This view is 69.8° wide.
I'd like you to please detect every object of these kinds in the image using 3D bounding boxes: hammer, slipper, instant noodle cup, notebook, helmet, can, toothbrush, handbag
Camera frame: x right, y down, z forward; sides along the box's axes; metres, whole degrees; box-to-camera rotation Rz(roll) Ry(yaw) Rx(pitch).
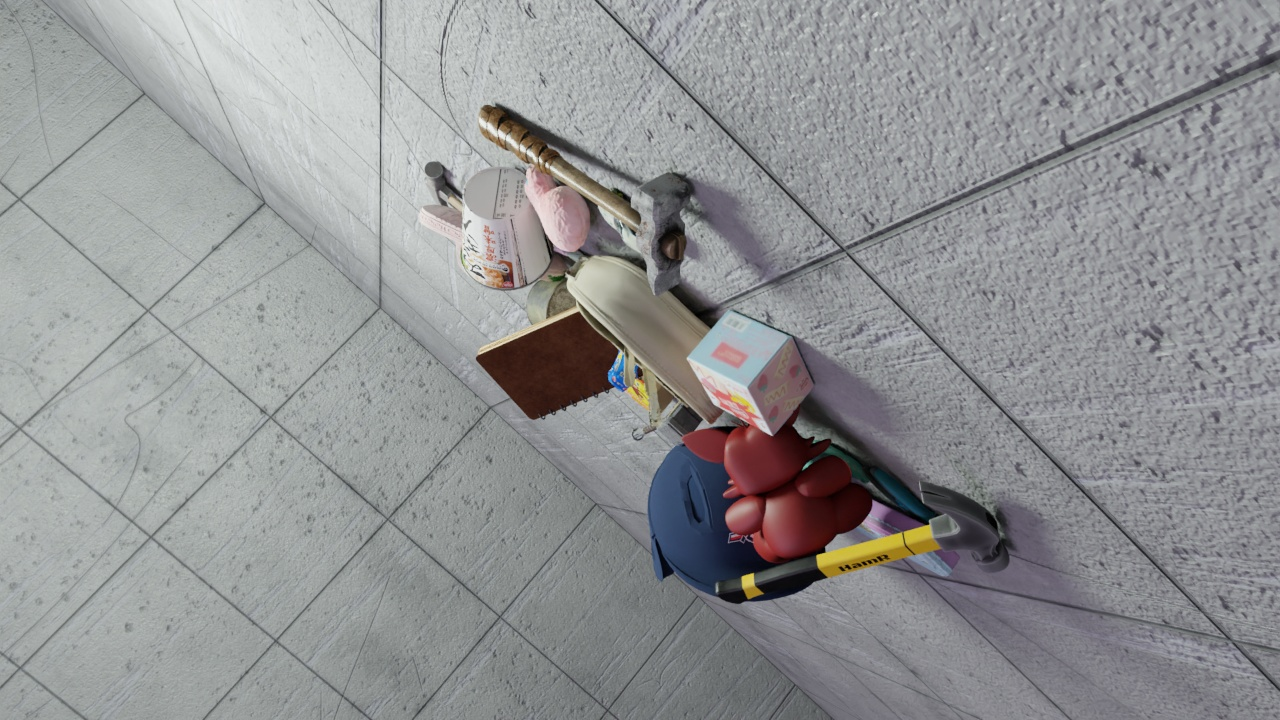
[{"bbox_3d":[0.034,0.091,1.356,0.044,0.098,0.323,43,161,-4],"label":"hammer"},{"bbox_3d":[-0.216,-0.151,1.290,0.239,0.064,0.094,27,-158,21],"label":"slipper"},{"bbox_3d":[-0.175,-0.173,1.163,0.123,0.123,0.122,37,155,17],"label":"instant noodle cup"},{"bbox_3d":[0.227,0.218,1.013,0.325,0.034,0.170,-23,133,26],"label":"hammer"},{"bbox_3d":[-0.091,-0.002,1.281,0.167,0.226,0.024,54,-161,-43],"label":"notebook"},{"bbox_3d":[0.131,0.208,1.237,0.272,0.232,0.224,-118,27,-45],"label":"helmet"},{"bbox_3d":[-0.193,-0.172,1.384,0.331,0.030,0.119,38,166,2],"label":"hammer"},{"bbox_3d":[-0.108,-0.074,1.305,0.090,0.089,0.075,49,164,-27],"label":"can"},{"bbox_3d":[-0.082,-0.137,1.210,0.155,0.015,0.022,29,133,37],"label":"toothbrush"},{"bbox_3d":[0.004,-0.015,1.120,0.229,0.132,0.184,46,173,-26],"label":"handbag"},{"bbox_3d":[-0.068,-0.187,0.950,0.319,0.048,0.122,38,147,32],"label":"hammer"}]

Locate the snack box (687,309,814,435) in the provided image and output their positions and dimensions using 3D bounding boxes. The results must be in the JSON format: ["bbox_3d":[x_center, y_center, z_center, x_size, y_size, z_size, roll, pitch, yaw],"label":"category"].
[{"bbox_3d":[0.121,0.014,1.005,0.093,0.079,0.095,28,161,41],"label":"snack box"}]

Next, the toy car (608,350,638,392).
[{"bbox_3d":[-0.007,0.007,1.171,0.033,0.091,0.062,41,140,-23],"label":"toy car"}]

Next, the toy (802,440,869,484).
[{"bbox_3d":[0.233,0.131,1.146,0.085,0.033,0.105,39,159,-2],"label":"toy"}]

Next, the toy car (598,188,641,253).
[{"bbox_3d":[-0.006,-0.141,0.979,0.105,0.033,0.048,38,166,16],"label":"toy car"}]

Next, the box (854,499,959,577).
[{"bbox_3d":[0.302,0.207,1.148,0.076,0.033,0.214,43,171,-25],"label":"box"}]

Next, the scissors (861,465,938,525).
[{"bbox_3d":[0.319,0.174,1.088,0.138,0.019,0.136,26,161,42],"label":"scissors"}]

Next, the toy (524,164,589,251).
[{"bbox_3d":[-0.099,-0.180,1.070,0.105,0.053,0.108,51,166,6],"label":"toy"}]

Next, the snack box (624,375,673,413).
[{"bbox_3d":[0.004,0.028,1.409,0.088,0.040,0.126,37,165,14],"label":"snack box"}]

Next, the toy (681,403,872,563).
[{"bbox_3d":[0.163,0.137,1.078,0.197,0.159,0.120,59,-160,-4],"label":"toy"}]
